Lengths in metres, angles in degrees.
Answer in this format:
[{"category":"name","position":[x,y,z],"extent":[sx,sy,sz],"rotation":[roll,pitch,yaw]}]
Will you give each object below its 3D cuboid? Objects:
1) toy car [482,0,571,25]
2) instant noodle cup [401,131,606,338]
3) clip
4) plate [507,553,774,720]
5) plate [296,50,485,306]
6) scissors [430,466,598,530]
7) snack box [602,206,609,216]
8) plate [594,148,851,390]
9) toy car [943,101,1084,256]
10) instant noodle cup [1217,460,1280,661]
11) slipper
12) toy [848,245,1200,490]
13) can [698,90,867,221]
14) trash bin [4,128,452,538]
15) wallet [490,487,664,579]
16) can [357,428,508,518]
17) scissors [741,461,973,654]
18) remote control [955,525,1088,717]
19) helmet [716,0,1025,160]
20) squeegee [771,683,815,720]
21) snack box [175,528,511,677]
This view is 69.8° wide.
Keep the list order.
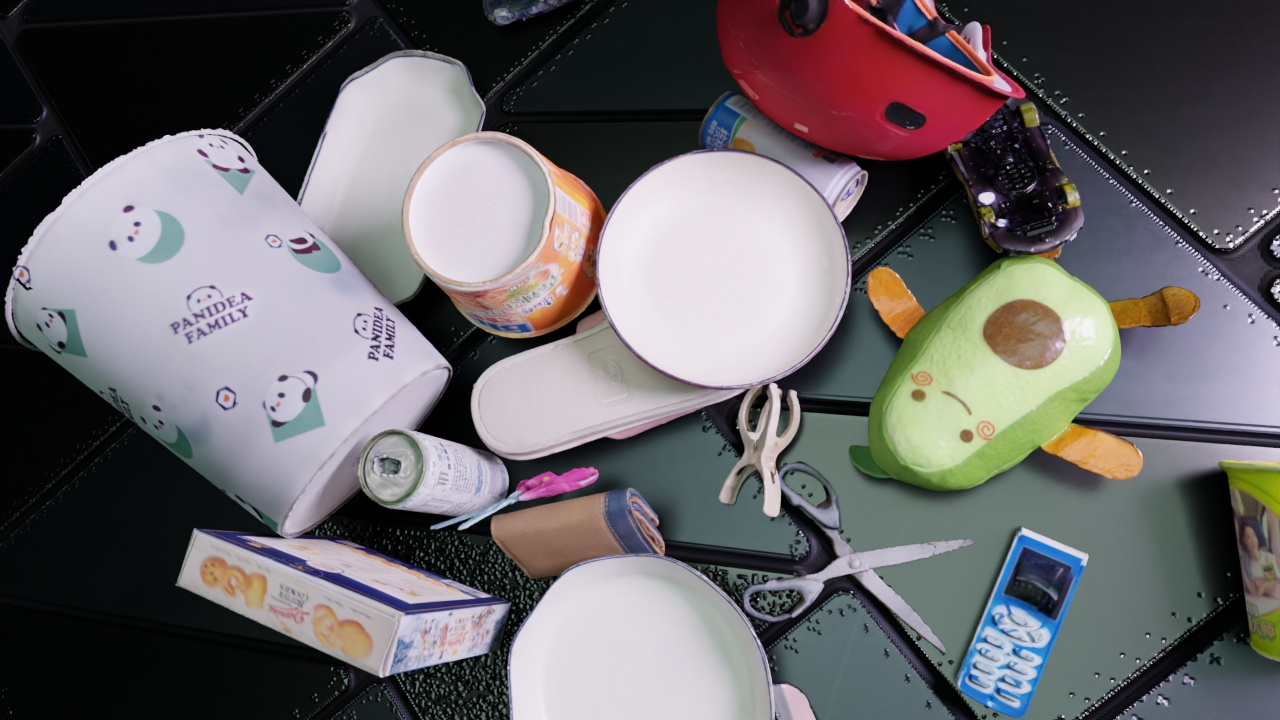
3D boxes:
[{"category":"toy car","position":[-0.104,-0.342,0.859],"extent":[0.091,0.034,0.043],"rotation":[-15,77,14]},{"category":"instant noodle cup","position":[-0.108,-0.101,0.715],"extent":[0.151,0.111,0.151],"rotation":[-2,81,11]},{"category":"clip","position":[0.093,0.067,0.708],"extent":[0.070,0.034,0.100],"rotation":[6,82,47]},{"category":"plate","position":[0.000,0.249,0.688],"extent":[0.205,0.045,0.204],"rotation":[-3,81,16]},{"category":"plate","position":[-0.234,-0.160,0.855],"extent":[0.162,0.034,0.265],"rotation":[14,82,19]},{"category":"scissors","position":[-0.099,0.107,0.715],"extent":[0.133,0.118,0.017],"rotation":[-18,95,-14]},{"category":"snack box","position":[-0.099,-0.111,0.795],"extent":[0.125,0.053,0.113],"rotation":[38,90,20]},{"category":"plate","position":[0.062,-0.067,0.704],"extent":[0.192,0.039,0.192],"rotation":[0,76,1]},{"category":"toy car","position":[0.274,-0.136,0.685],"extent":[0.070,0.042,0.157],"rotation":[-15,52,13]},{"category":"instant noodle cup","position":[0.427,0.126,0.572],"extent":[0.112,0.111,0.123],"rotation":[0,86,16]},{"category":"slipper","position":[-0.004,0.004,0.741],"extent":[0.274,0.054,0.114],"rotation":[-23,77,-1]},{"category":"toy","position":[0.257,0.000,0.652],"extent":[0.246,0.090,0.227],"rotation":[-46,61,-2]},{"category":"can","position":[0.115,-0.164,0.747],"extent":[0.134,0.053,0.053],"rotation":[37,89,20]},{"category":"trash bin","position":[-0.304,-0.011,0.725],"extent":[0.252,0.229,0.229],"rotation":[42,91,3]},{"category":"wallet","position":[-0.046,0.136,0.711],"extent":[0.115,0.090,0.033],"rotation":[-14,50,13]},{"category":"can","position":[-0.157,0.091,0.717],"extent":[0.058,0.146,0.058],"rotation":[-4,77,16]},{"category":"scissors","position":[0.155,0.155,0.685],"extent":[0.159,0.014,0.178],"rotation":[-44,71,3]},{"category":"remote control","position":[0.265,0.182,0.642],"extent":[0.049,0.024,0.125],"rotation":[23,86,19]},{"category":"helmet","position":[0.154,-0.228,0.684],"extent":[0.144,0.206,0.240],"rotation":[-50,56,38]},{"category":"squeegee","position":[0.245,0.304,0.614],"extent":[0.250,0.040,0.247],"rotation":[-20,56,5]},{"category":"snack box","position":[-0.215,0.177,0.695],"extent":[0.178,0.182,0.045],"rotation":[15,83,19]}]
